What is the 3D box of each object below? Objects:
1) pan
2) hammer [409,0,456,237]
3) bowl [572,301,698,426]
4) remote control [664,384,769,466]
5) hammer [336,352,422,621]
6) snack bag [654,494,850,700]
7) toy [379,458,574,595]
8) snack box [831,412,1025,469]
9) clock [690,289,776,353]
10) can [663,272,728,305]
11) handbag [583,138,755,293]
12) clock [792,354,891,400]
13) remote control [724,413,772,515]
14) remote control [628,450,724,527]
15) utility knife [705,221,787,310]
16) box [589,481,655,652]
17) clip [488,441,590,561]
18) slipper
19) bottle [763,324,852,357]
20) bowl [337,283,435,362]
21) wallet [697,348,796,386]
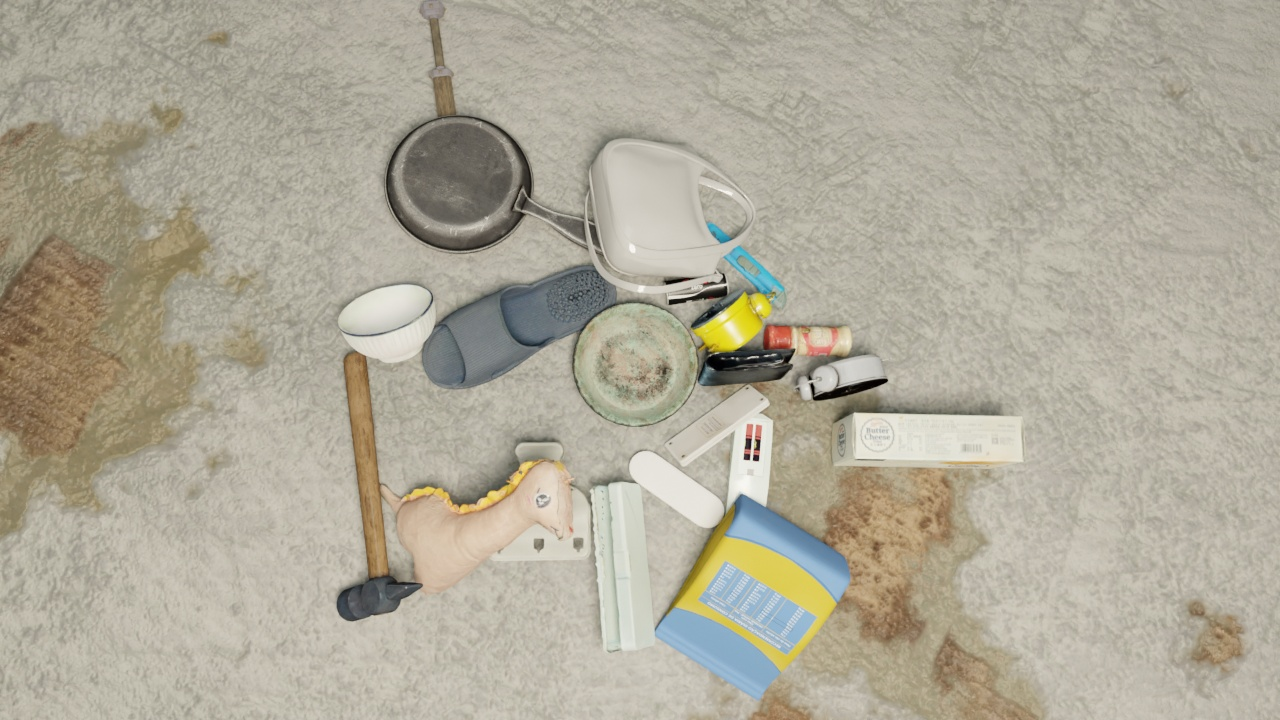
[{"bbox_3d":[-0.151,-0.197,1.169,0.357,0.055,0.187,21,77,-2],"label":"pan"},{"bbox_3d":[-0.250,-0.325,1.206,0.147,0.028,0.316,-8,83,-6],"label":"hammer"},{"bbox_3d":[-0.007,0.007,1.162,0.157,0.038,0.157,0,82,-3],"label":"bowl"},{"bbox_3d":[0.096,0.081,1.153,0.135,0.050,0.011,-35,122,-7],"label":"remote control"},{"bbox_3d":[-0.329,0.143,1.109,0.130,0.040,0.321,-23,70,35],"label":"hammer"},{"bbox_3d":[0.131,0.290,1.105,0.159,0.102,0.205,32,101,2],"label":"snack bag"},{"bbox_3d":[-0.193,0.168,1.058,0.265,0.065,0.196,-40,74,27],"label":"toy"},{"bbox_3d":[0.350,0.101,1.134,0.208,0.104,0.057,2,79,-2],"label":"snack box"},{"bbox_3d":[0.120,-0.054,1.154,0.118,0.083,0.057,-38,97,-8],"label":"clock"},{"bbox_3d":[0.072,-0.092,1.184,0.080,0.031,0.031,-9,82,-4],"label":"can"},{"bbox_3d":[0.049,-0.178,1.167,0.222,0.096,0.215,-2,72,-26],"label":"handbag"},{"bbox_3d":[0.247,0.023,1.141,0.122,0.095,0.035,-8,78,-21],"label":"clock"},{"bbox_3d":[0.138,0.136,1.157,0.049,0.024,0.143,7,81,-2],"label":"remote control"},{"bbox_3d":[0.045,0.162,1.155,0.136,0.013,0.043,35,81,3],"label":"remote control"},{"bbox_3d":[0.126,-0.134,1.203,0.178,0.015,0.031,41,76,5],"label":"utility knife"},{"bbox_3d":[-0.017,0.247,1.109,0.083,0.066,0.199,4,75,-43],"label":"box"},{"bbox_3d":[-0.124,0.172,1.130,0.126,0.097,0.152,0,69,-4],"label":"clip"},{"bbox_3d":[-0.153,-0.052,1.143,0.263,0.082,0.101,-25,81,-7],"label":"slipper"},{"bbox_3d":[0.214,-0.025,1.176,0.109,0.044,0.044,0,81,-4],"label":"bottle"},{"bbox_3d":[-0.305,-0.039,1.132,0.118,0.118,0.062,-15,124,-5],"label":"bowl"},{"bbox_3d":[0.132,0.011,1.144,0.115,0.089,0.026,-4,76,-3],"label":"wallet"}]
